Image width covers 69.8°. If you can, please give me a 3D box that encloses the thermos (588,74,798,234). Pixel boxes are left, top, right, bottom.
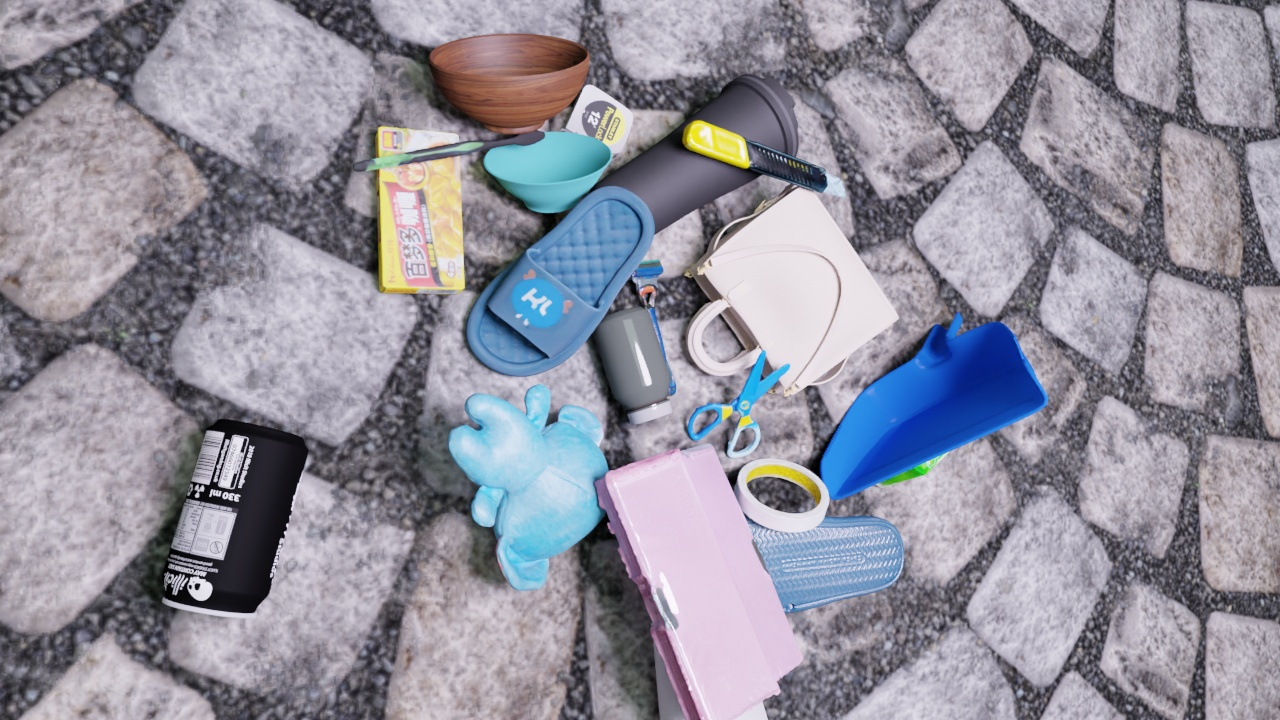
[{"bbox_3d":[0.054,-0.198,0.935,0.218,0.106,0.106,-35,97,-18],"label":"thermos"}]

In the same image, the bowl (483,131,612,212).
[{"bbox_3d":[-0.087,-0.175,0.883,0.121,0.121,0.046,-20,130,-24],"label":"bowl"}]

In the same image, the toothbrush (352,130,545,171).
[{"bbox_3d":[-0.175,-0.196,0.853,0.187,0.017,0.014,-17,116,-26],"label":"toothbrush"}]

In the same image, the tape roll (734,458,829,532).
[{"bbox_3d":[0.143,0.135,0.929,0.094,0.094,0.019,-5,125,-23],"label":"tape roll"}]

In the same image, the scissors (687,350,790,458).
[{"bbox_3d":[0.113,0.049,0.931,0.133,0.020,0.097,-42,116,14],"label":"scissors"}]

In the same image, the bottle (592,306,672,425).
[{"bbox_3d":[-0.005,0.005,0.898,0.060,0.060,0.108,-18,89,-24],"label":"bottle"}]

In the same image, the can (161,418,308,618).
[{"bbox_3d":[-0.324,0.125,0.735,0.080,0.080,0.146,16,76,-20],"label":"can"}]

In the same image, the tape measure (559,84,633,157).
[{"bbox_3d":[-0.044,-0.241,0.940,0.065,0.017,0.064,27,73,-17],"label":"tape measure"}]

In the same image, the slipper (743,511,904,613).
[{"bbox_3d":[0.167,0.205,0.944,0.213,0.059,0.103,0,88,-10],"label":"slipper"}]

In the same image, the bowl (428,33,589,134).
[{"bbox_3d":[-0.121,-0.254,0.864,0.147,0.147,0.069,-16,127,-24],"label":"bowl"}]

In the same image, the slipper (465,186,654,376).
[{"bbox_3d":[-0.070,-0.069,0.852,0.104,0.059,0.214,44,94,-9],"label":"slipper"}]

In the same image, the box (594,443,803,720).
[{"bbox_3d":[0.067,0.190,0.828,0.179,0.051,0.232,-13,76,-47],"label":"box"}]

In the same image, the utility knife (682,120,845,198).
[{"bbox_3d":[0.127,-0.194,0.901,0.186,0.020,0.029,15,93,-20],"label":"utility knife"}]

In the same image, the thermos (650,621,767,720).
[{"bbox_3d":[0.070,0.349,0.853,0.131,0.132,0.221,-6,77,-24],"label":"thermos"}]

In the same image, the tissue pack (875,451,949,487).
[{"bbox_3d":[0.305,0.093,0.998,0.113,0.100,0.034,-39,87,-23],"label":"tissue pack"}]

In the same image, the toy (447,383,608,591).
[{"bbox_3d":[-0.108,0.101,0.816,0.180,0.115,0.183,42,58,-34],"label":"toy"}]

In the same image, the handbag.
[{"bbox_3d":[0.136,-0.054,0.957,0.197,0.101,0.194,-38,98,-11],"label":"handbag"}]

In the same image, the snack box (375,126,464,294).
[{"bbox_3d":[-0.205,-0.138,0.852,0.075,0.025,0.152,0,83,-23],"label":"snack box"}]

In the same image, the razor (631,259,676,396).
[{"bbox_3d":[0.014,-0.032,0.934,0.043,0.018,0.141,-10,89,-41],"label":"razor"}]

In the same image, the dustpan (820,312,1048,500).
[{"bbox_3d":[0.322,0.021,0.982,0.059,0.246,0.256,54,37,-3],"label":"dustpan"}]
